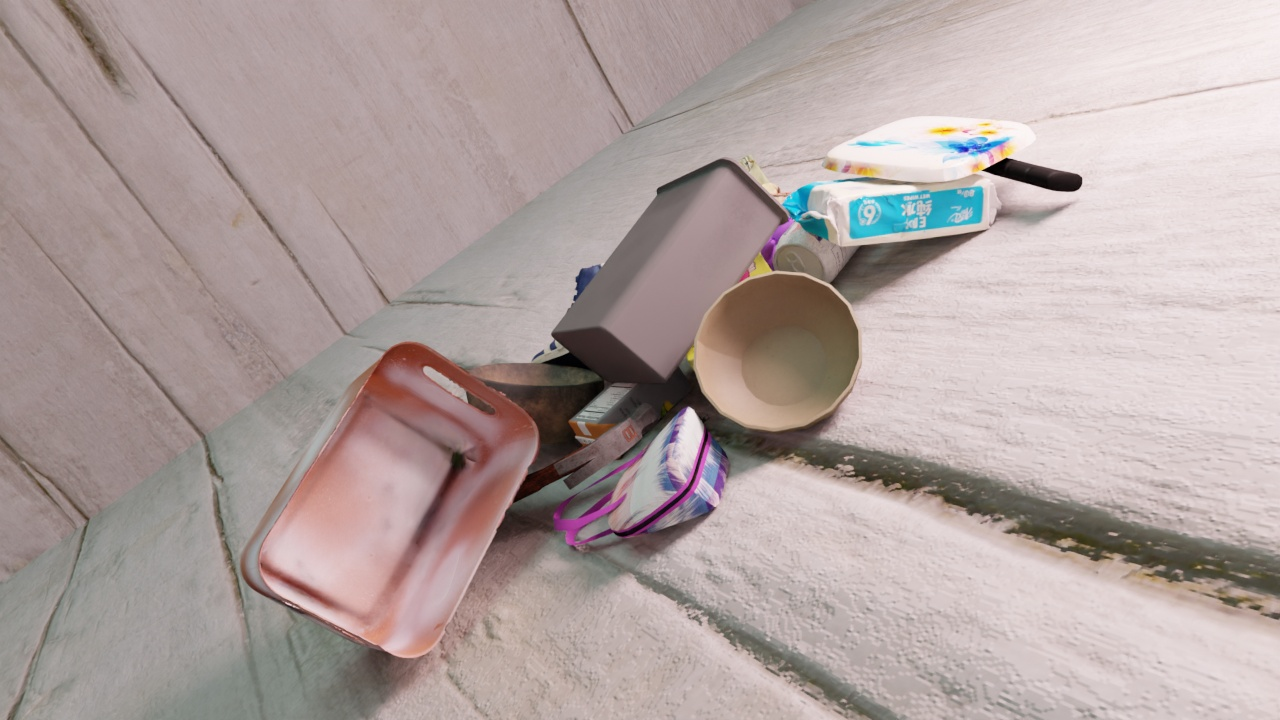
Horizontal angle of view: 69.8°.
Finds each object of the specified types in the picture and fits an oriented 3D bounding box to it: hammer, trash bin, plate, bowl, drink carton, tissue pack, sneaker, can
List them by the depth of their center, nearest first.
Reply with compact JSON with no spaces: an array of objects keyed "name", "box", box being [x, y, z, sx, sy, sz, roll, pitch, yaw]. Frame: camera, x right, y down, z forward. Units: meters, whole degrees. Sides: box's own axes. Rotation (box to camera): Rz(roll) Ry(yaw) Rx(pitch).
[{"name":"bowl","box":[0.128,-0.002,0.841,0.152,0.050,0.152,-6,69,17]},{"name":"trash bin","box":[-0.245,0.135,0.894,0.158,0.181,0.259,-21,38,56]},{"name":"hammer","box":[-0.118,0.131,0.963,0.302,0.028,0.110,-30,4,34]},{"name":"trash bin","box":[0.025,-0.089,0.977,0.219,0.097,0.192,-54,17,-14]},{"name":"tissue pack","box":[0.263,-0.165,0.980,0.209,0.066,0.117,-7,18,-10]},{"name":"plate","box":[0.312,-0.237,1.003,0.186,0.016,0.187,-28,31,-30]},{"name":"drink carton","box":[-0.012,0.050,1.017,0.124,0.048,0.076,-42,21,-25]},{"name":"hammer","box":[0.376,-0.227,1.032,0.127,0.029,0.323,2,20,-12]},{"name":"bowl","box":[-0.124,0.050,1.079,0.162,0.070,0.162,3,9,-1]},{"name":"can","box":[0.217,-0.145,1.083,0.078,0.078,0.135,-10,29,48]},{"name":"sneaker","box":[-0.076,-0.049,1.179,0.234,0.091,0.118,-30,53,54]}]

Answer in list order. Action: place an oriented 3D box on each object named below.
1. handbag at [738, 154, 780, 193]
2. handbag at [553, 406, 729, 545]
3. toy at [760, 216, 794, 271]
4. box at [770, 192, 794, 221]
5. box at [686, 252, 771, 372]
[{"name":"handbag","box":[0.126,-0.208,1.359,0.187,0.113,0.116,-30,33,19]},{"name":"handbag","box":[-0.009,0.120,0.840,0.170,0.068,0.144,-31,18,28]},{"name":"toy","box":[0.169,-0.128,1.151,0.088,0.056,0.106,-32,-18,12]},{"name":"box","box":[0.166,-0.209,1.257,0.187,0.058,0.060,2,29,19]},{"name":"box","box":[0.109,-0.039,0.995,0.124,0.082,0.220,-29,18,11]}]
